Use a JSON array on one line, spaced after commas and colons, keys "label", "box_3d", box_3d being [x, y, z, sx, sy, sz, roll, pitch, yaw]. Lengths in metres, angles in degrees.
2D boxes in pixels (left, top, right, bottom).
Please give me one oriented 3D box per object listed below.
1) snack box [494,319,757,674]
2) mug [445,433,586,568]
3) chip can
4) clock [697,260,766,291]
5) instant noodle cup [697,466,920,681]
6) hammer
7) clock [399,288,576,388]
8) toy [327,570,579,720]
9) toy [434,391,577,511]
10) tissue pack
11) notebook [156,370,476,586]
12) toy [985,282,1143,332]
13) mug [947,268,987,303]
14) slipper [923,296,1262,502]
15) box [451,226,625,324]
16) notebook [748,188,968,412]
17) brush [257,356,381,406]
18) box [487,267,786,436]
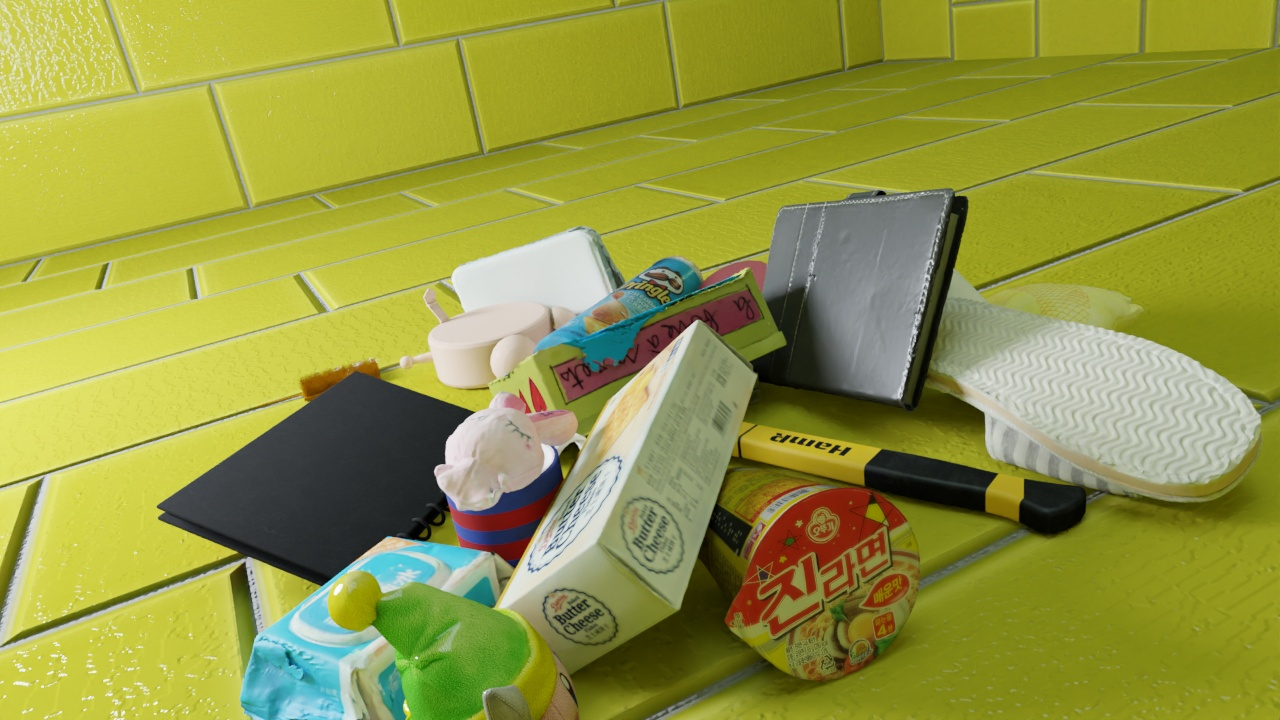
[{"label": "snack box", "box_3d": [-0.003, 0.074, 0.543, 0.104, 0.057, 0.207, -41, 12, 37]}, {"label": "mug", "box_3d": [-0.070, 0.095, 0.608, 0.075, 0.076, 0.111, 10, 29, 42]}, {"label": "chip can", "box_3d": [-0.016, -0.034, 0.919, 0.080, 0.080, 0.228, 3, 26, 32]}, {"label": "clock", "box_3d": [0.112, -0.062, 0.938, 0.125, 0.044, 0.086, 0, 42, 35]}, {"label": "instant noodle cup", "box_3d": [0.080, 0.104, 0.506, 0.100, 0.100, 0.112, -16, 12, -16]}, {"label": "hammer", "box_3d": [0.140, 0.068, 0.650, 0.325, 0.034, 0.169, 9, 27, 39]}, {"label": "clock", "box_3d": [-0.155, -0.028, 0.968, 0.161, 0.086, 0.130, 9, 27, 27]}, {"label": "toy", "box_3d": [-0.075, 0.148, 0.394, 0.096, 0.131, 0.124, -9, 21, -11]}, {"label": "toy", "box_3d": [-0.083, 0.049, 0.557, 0.063, 0.047, 0.109, 6, 21, 16]}, {"label": "tissue pack", "box_3d": [-0.142, 0.152, 0.513, 0.093, 0.062, 0.144, 2, 25, 28]}, {"label": "notebook", "box_3d": [-0.216, 0.084, 0.709, 0.169, 0.019, 0.230, 17, 28, 13]}, {"label": "toy", "box_3d": [0.325, -0.024, 0.756, 0.155, 0.064, 0.170, -21, 15, 18]}, {"label": "mug", "box_3d": [0.230, -0.058, 0.788, 0.082, 0.105, 0.082, -46, 2, 1]}, {"label": "slipper", "box_3d": [0.277, 0.020, 0.632, 0.114, 0.054, 0.273, -40, 37, -11]}, {"label": "box", "box_3d": [-0.117, -0.082, 1.024, 0.214, 0.118, 0.062, -7, 29, 37]}, {"label": "notebook", "box_3d": [0.163, -0.054, 0.737, 0.029, 0.169, 0.209, 14, -1, -30]}, {"label": "brush", "box_3d": [-0.349, 0.025, 1.000, 0.126, 0.017, 0.048, -16, 22, -14]}, {"label": "box", "box_3d": [-0.004, 0.005, 0.761, 0.220, 0.079, 0.125, -25, -1, -30]}]
